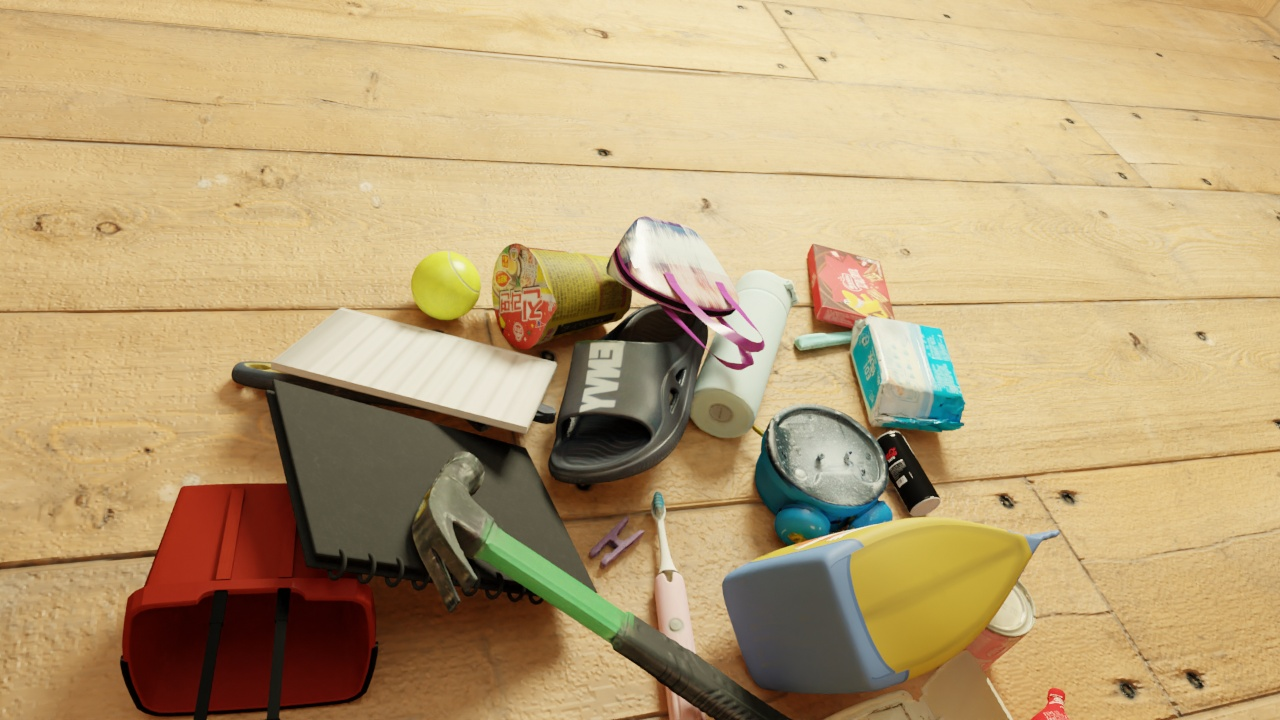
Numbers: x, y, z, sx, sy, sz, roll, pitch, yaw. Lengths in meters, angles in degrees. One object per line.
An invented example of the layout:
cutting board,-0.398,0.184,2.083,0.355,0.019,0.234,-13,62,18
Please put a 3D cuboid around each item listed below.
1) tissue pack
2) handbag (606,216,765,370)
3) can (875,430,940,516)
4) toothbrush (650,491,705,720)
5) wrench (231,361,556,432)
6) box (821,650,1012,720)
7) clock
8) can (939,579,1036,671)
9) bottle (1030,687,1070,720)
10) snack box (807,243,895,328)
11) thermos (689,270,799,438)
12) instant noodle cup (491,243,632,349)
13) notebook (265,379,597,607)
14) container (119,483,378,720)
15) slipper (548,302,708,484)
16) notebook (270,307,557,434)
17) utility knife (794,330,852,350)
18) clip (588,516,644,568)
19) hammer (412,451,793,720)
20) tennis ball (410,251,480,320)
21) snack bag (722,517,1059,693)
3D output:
tissue pack,0.274,0.016,0.954,0.093,0.062,0.144,9,43,-9
handbag,0.052,-0.055,0.841,0.144,0.068,0.170,5,35,-42
can,0.254,0.108,0.880,0.031,0.032,0.080,-4,49,-22
toothbrush,0.025,0.197,0.717,0.027,0.027,0.222,-1,47,-8
wrench,-0.208,0.027,0.780,0.273,0.022,0.073,8,20,-2
box,0.214,0.284,0.629,0.186,0.101,0.145,-26,56,-5
clock,0.163,0.114,0.824,0.116,0.060,0.161,3,48,-18
can,0.273,0.213,0.752,0.067,0.076,0.067,10,45,-11
bottle,0.309,0.311,0.695,0.042,0.042,0.141,27,45,8
snack box,0.241,-0.082,1.058,0.089,0.021,0.132,13,39,-6
thermos,0.104,-0.014,0.921,0.078,0.065,0.206,-10,35,29
instant noodle cup,-0.074,-0.067,0.898,0.112,0.101,0.100,-10,51,-39
notebook,-0.145,0.101,0.662,0.231,0.019,0.169,22,25,-43
container,-0.241,0.175,0.573,0.148,0.127,0.200,2,37,-18
slipper,-0.005,0.005,0.828,0.111,0.083,0.267,0,35,21
notebook,-0.186,0.004,0.795,0.210,0.009,0.142,14,22,0
utility knife,0.237,-0.028,1.016,0.158,0.015,0.022,-7,29,-26
clip,-0.019,0.151,0.757,0.036,0.013,0.052,36,49,17
hammer,-0.016,0.185,0.629,0.318,0.032,0.130,36,16,-10
tennis ball,-0.185,-0.071,0.875,0.065,0.065,0.065,10,45,-10
snack bag,0.190,0.169,0.693,0.204,0.159,0.102,-13,78,-27
